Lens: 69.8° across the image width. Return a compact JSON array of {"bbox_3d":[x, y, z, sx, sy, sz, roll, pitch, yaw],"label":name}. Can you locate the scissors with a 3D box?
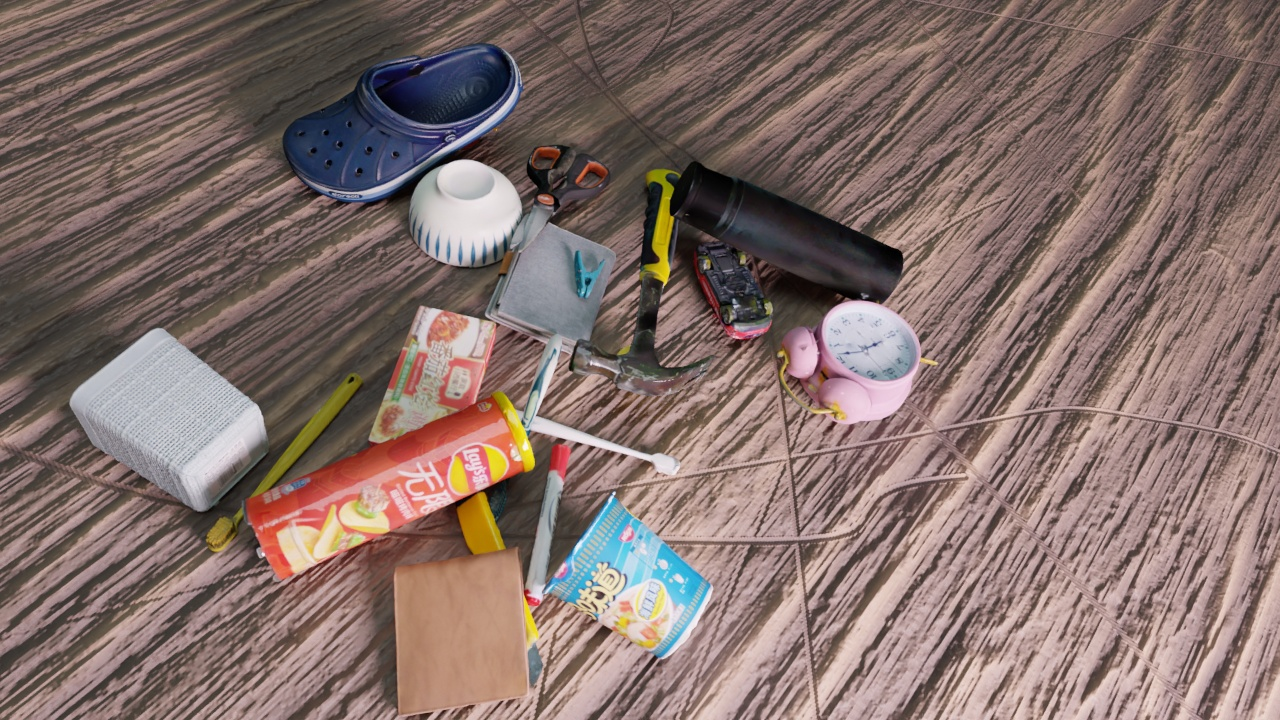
[{"bbox_3d":[-0.079,-0.164,0.941,0.139,0.022,0.234,7,38,-17],"label":"scissors"}]

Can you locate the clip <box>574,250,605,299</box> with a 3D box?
[{"bbox_3d":[-0.052,-0.083,0.898,0.034,0.013,0.055,20,51,-13],"label":"clip"}]

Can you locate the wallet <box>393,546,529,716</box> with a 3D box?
[{"bbox_3d":[-0.137,0.205,0.700,0.101,0.020,0.115,-9,62,3],"label":"wallet"}]

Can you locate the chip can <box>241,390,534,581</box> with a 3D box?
[{"bbox_3d":[-0.196,0.097,0.728,0.216,0.073,0.073,-24,64,-14],"label":"chip can"}]

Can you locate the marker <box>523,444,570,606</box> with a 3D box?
[{"bbox_3d":[-0.079,0.137,0.778,0.017,0.017,0.145,11,55,-5],"label":"marker"}]

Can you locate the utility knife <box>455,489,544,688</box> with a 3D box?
[{"bbox_3d":[-0.113,0.177,0.739,0.015,0.033,0.176,17,42,-57],"label":"utility knife"}]

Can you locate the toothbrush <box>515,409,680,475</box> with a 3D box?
[{"bbox_3d":[-0.051,0.072,0.831,0.180,0.016,0.016,17,55,2],"label":"toothbrush"}]

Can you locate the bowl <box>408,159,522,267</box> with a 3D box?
[{"bbox_3d":[-0.175,-0.159,0.928,0.116,0.066,0.116,6,55,-8],"label":"bowl"}]

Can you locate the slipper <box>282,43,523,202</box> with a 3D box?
[{"bbox_3d":[-0.238,-0.243,0.916,0.253,0.095,0.105,-24,77,-2],"label":"slipper"}]

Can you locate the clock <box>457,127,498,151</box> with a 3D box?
[{"bbox_3d":[-0.218,-0.282,1.010,0.122,0.055,0.081,41,59,17],"label":"clock"}]

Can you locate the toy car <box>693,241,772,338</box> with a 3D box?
[{"bbox_3d":[0.092,-0.070,0.937,0.053,0.045,0.120,-10,53,-17],"label":"toy car"}]

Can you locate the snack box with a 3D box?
[{"bbox_3d":[-0.184,0.022,0.827,0.075,0.026,0.152,13,54,-3],"label":"snack box"}]

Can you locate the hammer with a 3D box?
[{"bbox_3d":[0.016,-0.089,0.913,0.126,0.032,0.322,17,44,-8],"label":"hammer"}]

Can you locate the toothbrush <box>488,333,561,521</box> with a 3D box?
[{"bbox_3d":[-0.102,0.055,0.814,0.016,0.018,0.191,15,63,4],"label":"toothbrush"}]

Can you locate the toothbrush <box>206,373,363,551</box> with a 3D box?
[{"bbox_3d":[-0.295,0.079,0.770,0.016,0.017,0.189,28,55,6],"label":"toothbrush"}]

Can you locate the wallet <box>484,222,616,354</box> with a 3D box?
[{"bbox_3d":[-0.089,-0.075,0.908,0.106,0.037,0.129,23,54,-10],"label":"wallet"}]

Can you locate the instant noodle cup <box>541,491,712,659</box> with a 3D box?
[{"bbox_3d":[-0.007,0.176,0.726,0.110,0.099,0.099,36,56,2],"label":"instant noodle cup"}]

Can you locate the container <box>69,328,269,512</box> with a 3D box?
[{"bbox_3d":[-0.367,0.051,0.731,0.111,0.090,0.089,33,56,8],"label":"container"}]

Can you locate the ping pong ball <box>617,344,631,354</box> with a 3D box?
[{"bbox_3d":[-0.005,0.005,0.868,0.040,0.040,0.040,6,55,-8],"label":"ping pong ball"}]

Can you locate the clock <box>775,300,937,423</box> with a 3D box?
[{"bbox_3d":[0.204,0.004,0.903,0.158,0.060,0.117,-26,64,-24],"label":"clock"}]

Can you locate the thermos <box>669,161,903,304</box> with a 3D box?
[{"bbox_3d":[0.147,-0.131,0.951,0.242,0.090,0.068,22,91,-14],"label":"thermos"}]
